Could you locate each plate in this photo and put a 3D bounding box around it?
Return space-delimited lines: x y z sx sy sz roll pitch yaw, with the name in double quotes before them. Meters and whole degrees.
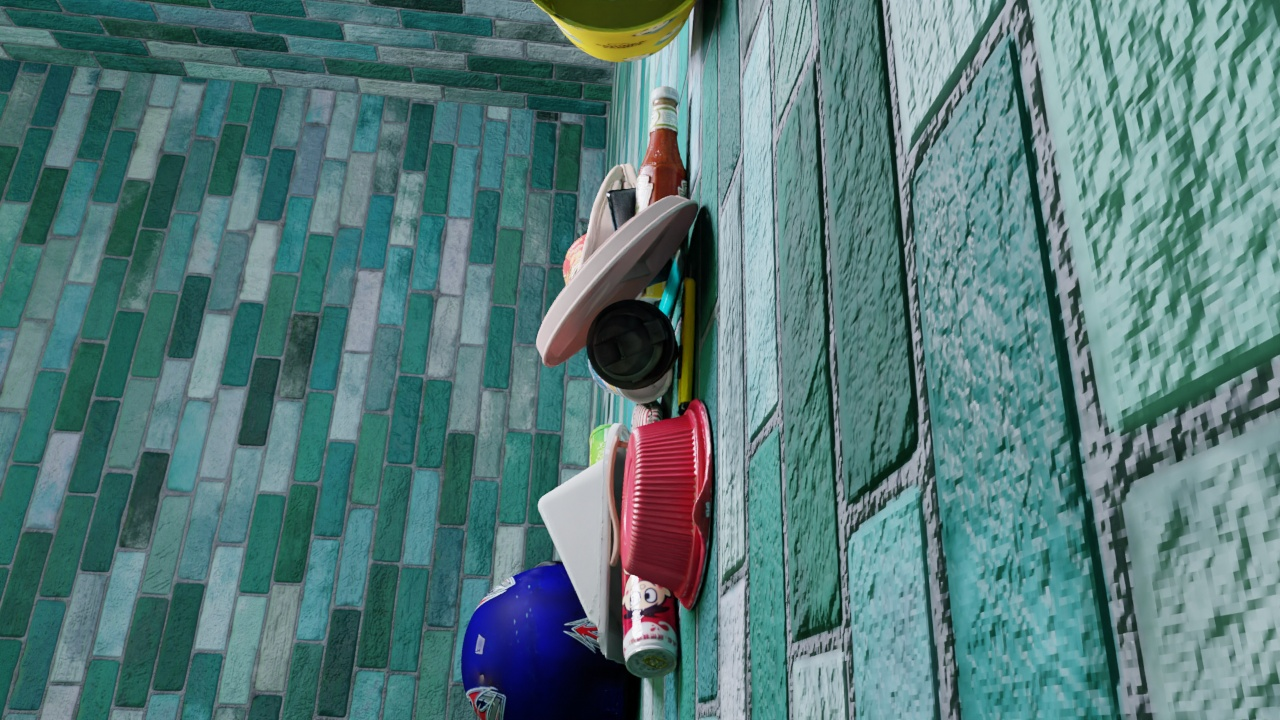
"plate" -0.027 -0.084 0.950 0.229 0.028 0.229 -46 -6 -6

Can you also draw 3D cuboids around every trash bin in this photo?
"trash bin" -0.024 -0.451 1.016 0.255 0.229 0.229 -79 -7 -83

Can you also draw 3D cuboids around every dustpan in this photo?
"dustpan" -0.019 0.217 1.116 0.257 0.142 0.223 58 178 24

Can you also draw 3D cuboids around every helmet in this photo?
"helmet" -0.129 0.422 1.289 0.316 0.240 0.246 101 173 -57

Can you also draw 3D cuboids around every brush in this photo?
"brush" -0.001 0.155 1.009 0.063 0.073 0.145 145 127 -83

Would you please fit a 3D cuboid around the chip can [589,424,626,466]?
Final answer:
"chip can" -0.051 0.198 1.515 0.220 0.072 0.073 -92 8 -52

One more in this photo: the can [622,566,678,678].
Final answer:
"can" 0.009 0.248 0.923 0.132 0.053 0.053 -92 8 -52

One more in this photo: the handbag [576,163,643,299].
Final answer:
"handbag" -0.040 -0.175 1.261 0.194 0.093 0.233 111 165 -45

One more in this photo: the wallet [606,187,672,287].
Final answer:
"wallet" 0.000 -0.147 1.095 0.097 0.019 0.121 -25 -75 -56

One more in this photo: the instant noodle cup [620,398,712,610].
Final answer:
"instant noodle cup" 0.019 0.129 0.845 0.194 0.066 0.194 -177 92 -84

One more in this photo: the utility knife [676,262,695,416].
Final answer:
"utility knife" 0.046 -0.022 0.934 0.033 0.015 0.171 114 160 -74

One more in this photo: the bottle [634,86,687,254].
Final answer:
"bottle" 0.025 -0.226 1.082 0.060 0.060 0.205 111 162 -73

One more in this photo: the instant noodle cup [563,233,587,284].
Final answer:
"instant noodle cup" -0.053 -0.126 1.415 0.108 0.138 0.138 -90 6 -71

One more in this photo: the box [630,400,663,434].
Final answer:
"box" 0.005 0.081 1.132 0.164 0.051 0.068 -117 46 -86

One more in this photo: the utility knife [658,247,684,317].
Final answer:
"utility knife" 0.032 -0.068 1.130 0.219 0.013 0.029 108 153 -60

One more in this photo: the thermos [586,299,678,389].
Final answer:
"thermos" 0.000 -0.014 0.978 0.143 0.093 0.093 11 -97 -77

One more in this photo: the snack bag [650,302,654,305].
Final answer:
"snack bag" 0.008 -0.084 1.356 0.048 0.026 0.104 -110 24 -57

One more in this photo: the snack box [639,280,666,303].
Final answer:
"snack box" 0.002 -0.123 1.274 0.140 0.033 0.087 173 101 -75

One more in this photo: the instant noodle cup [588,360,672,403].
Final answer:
"instant noodle cup" -0.007 0.007 1.121 0.110 0.099 0.099 -142 56 -75
